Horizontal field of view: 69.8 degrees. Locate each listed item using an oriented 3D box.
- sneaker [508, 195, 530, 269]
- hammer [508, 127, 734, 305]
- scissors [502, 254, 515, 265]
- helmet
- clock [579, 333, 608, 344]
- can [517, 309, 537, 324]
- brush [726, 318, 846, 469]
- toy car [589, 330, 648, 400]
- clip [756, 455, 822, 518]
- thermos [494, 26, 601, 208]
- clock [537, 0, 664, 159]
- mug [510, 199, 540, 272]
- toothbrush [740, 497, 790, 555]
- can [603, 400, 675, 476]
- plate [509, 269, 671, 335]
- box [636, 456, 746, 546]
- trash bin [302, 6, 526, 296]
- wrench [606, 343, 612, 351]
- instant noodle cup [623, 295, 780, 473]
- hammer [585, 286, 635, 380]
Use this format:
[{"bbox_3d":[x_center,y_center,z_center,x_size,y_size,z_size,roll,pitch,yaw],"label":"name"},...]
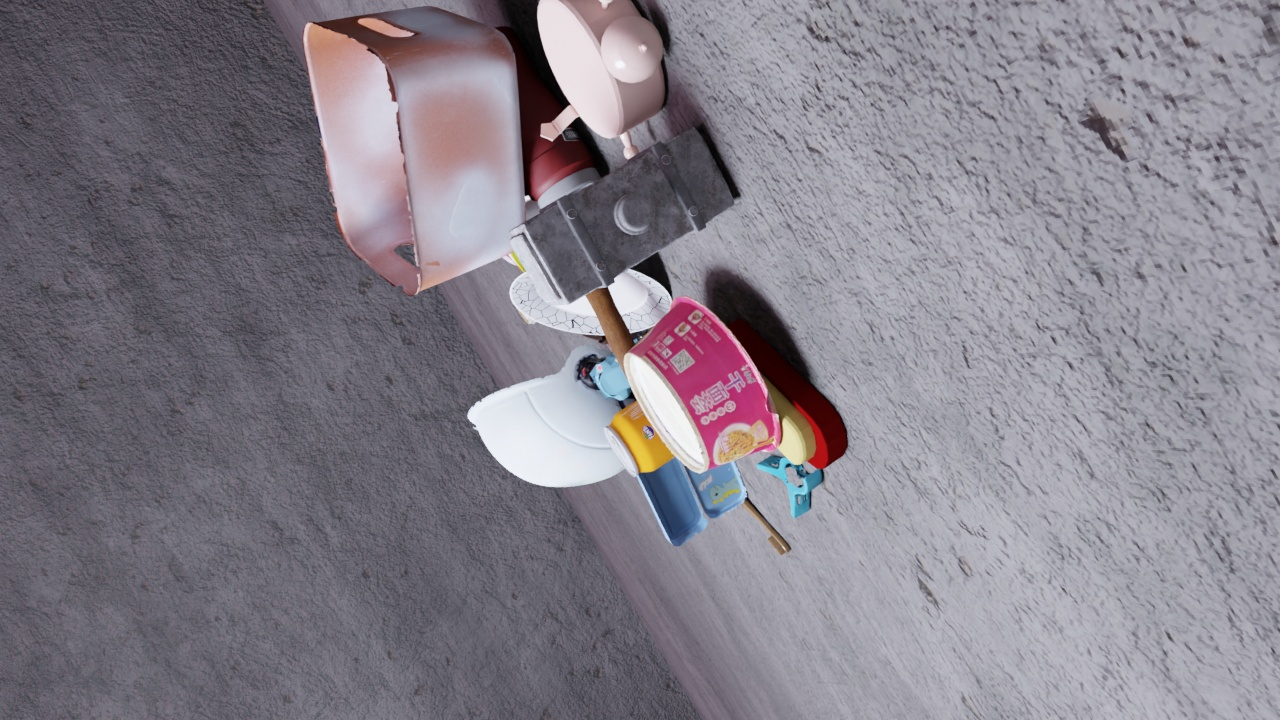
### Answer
[{"bbox_3d":[-0.149,-0.209,1.243,0.236,0.090,0.104,62,157,-5],"label":"sneaker"},{"bbox_3d":[-0.050,-0.125,0.883,0.079,0.176,0.327,60,166,-11],"label":"hammer"},{"bbox_3d":[-0.150,-0.139,1.327,0.170,0.014,0.172,48,-150,-7],"label":"scissors"},{"bbox_3d":[-0.093,0.090,1.247,0.237,0.263,0.163,-32,76,41],"label":"helmet"},{"bbox_3d":[-0.068,-0.062,1.261,0.140,0.054,0.093,30,170,-20],"label":"clock"},{"bbox_3d":[-0.094,-0.099,1.158,0.054,0.135,0.054,55,167,20],"label":"can"},{"bbox_3d":[0.127,0.036,0.894,0.173,0.041,0.082,48,163,33],"label":"brush"},{"bbox_3d":[-0.007,0.007,1.138,0.060,0.108,0.027,57,179,-19],"label":"toy car"},{"bbox_3d":[0.160,0.117,0.992,0.104,0.027,0.120,53,165,10],"label":"clip"},{"bbox_3d":[-0.133,-0.259,1.027,0.198,0.108,0.083,60,-157,2],"label":"thermos"},{"bbox_3d":[-0.043,-0.257,0.789,0.131,0.086,0.161,55,159,12],"label":"clock"},{"bbox_3d":[-0.114,-0.166,1.145,0.082,0.106,0.083,53,165,21],"label":"mug"},{"bbox_3d":[0.142,0.196,1.228,0.167,0.016,0.016,49,165,33],"label":"toothbrush"},{"bbox_3d":[0.035,0.068,1.064,0.079,0.142,0.079,53,165,21],"label":"can"},{"bbox_3d":[-0.057,-0.076,1.075,0.189,0.188,0.016,95,178,-67],"label":"plate"},{"bbox_3d":[0.056,0.131,1.162,0.021,0.125,0.209,35,153,55],"label":"box"},{"bbox_3d":[-0.229,-0.229,0.972,0.181,0.157,0.260,32,136,38],"label":"trash bin"},{"bbox_3d":[0.018,0.051,1.339,0.273,0.018,0.066,51,165,29],"label":"wrench"},{"bbox_3d":[0.051,0.033,0.893,0.178,0.077,0.179,52,165,20],"label":"instant noodle cup"},{"bbox_3d":[-0.006,0.017,1.099,0.033,0.115,0.323,52,170,45],"label":"hammer"}]
